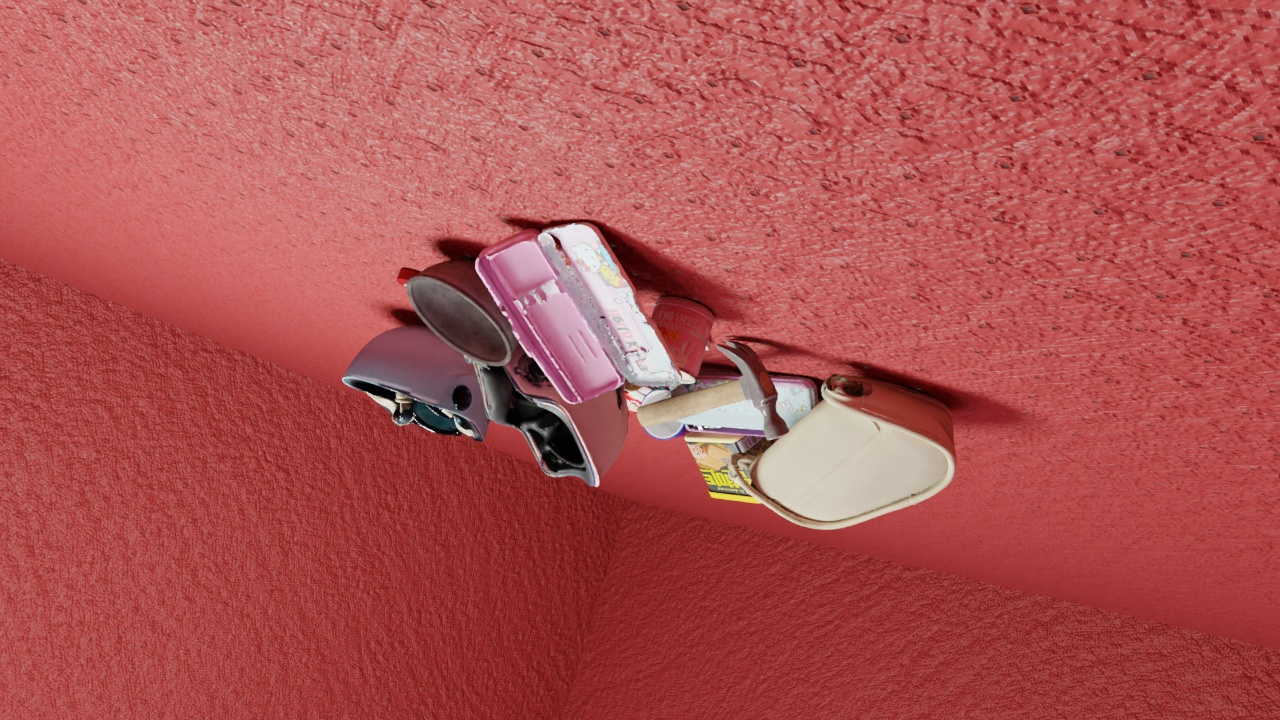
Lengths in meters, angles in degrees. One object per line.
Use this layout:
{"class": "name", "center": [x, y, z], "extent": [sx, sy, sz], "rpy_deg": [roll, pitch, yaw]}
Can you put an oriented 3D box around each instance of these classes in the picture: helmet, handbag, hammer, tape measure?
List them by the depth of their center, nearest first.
{"class": "handbag", "center": [0.240, 0.095, 1.084], "extent": [0.184, 0.131, 0.230], "rpy_deg": [30, 129, -13]}
{"class": "hammer", "center": [0.073, 0.052, 1.153], "extent": [0.030, 0.119, 0.332], "rpy_deg": [-20, 179, -25]}
{"class": "helmet", "center": [-0.106, 0.043, 1.196], "extent": [0.255, 0.152, 0.230], "rpy_deg": [36, 154, 33]}
{"class": "tape measure", "center": [-0.296, -0.101, 1.213], "extent": [0.051, 0.019, 0.059], "rpy_deg": [20, 167, -12]}
{"class": "helmet", "center": [-0.356, 0.028, 1.511], "extent": [0.226, 0.166, 0.265], "rpy_deg": [7, 166, 31]}

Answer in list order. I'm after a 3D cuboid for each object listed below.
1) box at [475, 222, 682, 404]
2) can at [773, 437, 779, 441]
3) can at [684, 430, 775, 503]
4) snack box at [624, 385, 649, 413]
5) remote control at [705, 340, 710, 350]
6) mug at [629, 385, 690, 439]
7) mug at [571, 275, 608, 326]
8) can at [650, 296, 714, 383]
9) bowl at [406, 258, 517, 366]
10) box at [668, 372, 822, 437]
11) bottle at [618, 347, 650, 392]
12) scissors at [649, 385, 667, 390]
{"class": "box", "center": [-0.057, -0.047, 0.913], "extent": [0.156, 0.058, 0.201], "rpy_deg": [-14, 125, 25]}
{"class": "can", "center": [0.163, 0.104, 1.366], "extent": [0.070, 0.070, 0.132], "rpy_deg": [25, 166, -31]}
{"class": "can", "center": [0.136, 0.136, 1.292], "extent": [0.131, 0.072, 0.101], "rpy_deg": [-5, 116, 57]}
{"class": "snack box", "center": [-0.042, 0.045, 1.467], "extent": [0.133, 0.035, 0.152], "rpy_deg": [11, 166, 25]}
{"class": "remote control", "center": [0.015, -0.037, 1.092], "extent": [0.136, 0.011, 0.050], "rpy_deg": [13, 167, 17]}
{"class": "mug", "center": [0.034, 0.067, 1.349], "extent": [0.112, 0.075, 0.076], "rpy_deg": [33, -165, 23]}
{"class": "mug", "center": [-0.070, -0.044, 1.037], "extent": [0.123, 0.096, 0.110], "rpy_deg": [-6, 179, -14]}
{"class": "can", "center": [0.038, -0.022, 0.978], "extent": [0.067, 0.076, 0.067], "rpy_deg": [17, 167, 4]}
{"class": "bowl", "center": [-0.192, -0.067, 1.062], "extent": [0.145, 0.067, 0.145], "rpy_deg": [27, 152, 16]}
{"class": "box", "center": [0.146, 0.046, 1.200], "extent": [0.215, 0.089, 0.092], "rpy_deg": [2, 117, 36]}
{"class": "bottle", "center": [-0.007, 0.007, 1.213], "extent": [0.053, 0.053, 0.186], "rpy_deg": [17, 167, 0]}
{"class": "scissors", "center": [0.031, 0.014, 1.192], "extent": [0.019, 0.121, 0.150], "rpy_deg": [31, -152, -4]}
